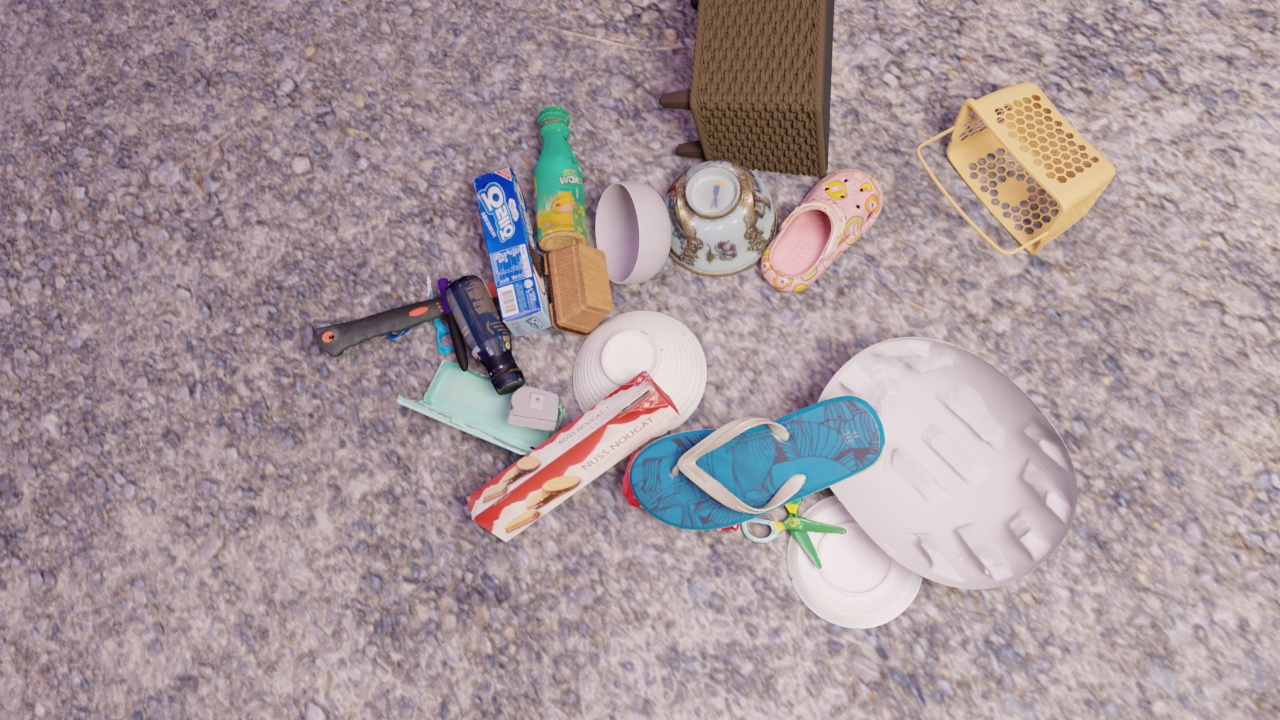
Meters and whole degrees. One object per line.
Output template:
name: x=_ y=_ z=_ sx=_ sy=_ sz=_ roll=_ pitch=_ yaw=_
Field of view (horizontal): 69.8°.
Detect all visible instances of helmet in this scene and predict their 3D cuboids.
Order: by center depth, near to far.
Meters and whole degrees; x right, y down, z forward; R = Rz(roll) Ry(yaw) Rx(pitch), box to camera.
helmet: x=0.333 y=0.108 z=0.996 sx=0.282 sy=0.183 sz=0.224 roll=46 pitch=113 yaw=38

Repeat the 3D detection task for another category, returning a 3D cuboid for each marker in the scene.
marker: x=-0.245 y=-0.048 z=1.213 sx=0.018 sy=0.015 sz=0.134 roll=-9 pitch=74 yaw=-26

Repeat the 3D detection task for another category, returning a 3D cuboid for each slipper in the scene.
slipper: x=0.120 y=0.117 z=1.003 sx=0.295 sy=0.060 sz=0.118 roll=-19 pitch=89 yaw=20
slipper: x=0.229 y=-0.178 z=1.179 sx=0.093 sy=0.081 sz=0.197 roll=41 pitch=85 yaw=21

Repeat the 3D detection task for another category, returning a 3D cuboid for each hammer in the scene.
hammer: x=-0.278 y=-0.072 z=1.248 sx=0.333 sy=0.033 sz=0.133 roll=-18 pitch=70 yaw=-1

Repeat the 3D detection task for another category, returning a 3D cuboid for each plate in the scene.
plate: x=0.250 y=0.231 z=1.070 sx=0.157 sy=0.014 sz=0.156 roll=-3 pitch=71 yaw=10

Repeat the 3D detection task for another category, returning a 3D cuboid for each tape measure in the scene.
tape measure: x=-0.133 y=0.059 z=1.150 sx=0.060 sy=0.020 sz=0.062 roll=9 pitch=37 yaw=-6

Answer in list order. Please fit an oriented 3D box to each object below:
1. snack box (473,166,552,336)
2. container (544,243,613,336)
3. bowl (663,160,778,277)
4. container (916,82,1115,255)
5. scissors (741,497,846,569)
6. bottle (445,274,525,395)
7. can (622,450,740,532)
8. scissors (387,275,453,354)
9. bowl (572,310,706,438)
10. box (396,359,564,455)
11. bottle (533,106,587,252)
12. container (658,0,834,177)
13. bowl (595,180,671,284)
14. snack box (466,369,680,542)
snack box: x=-0.170 y=-0.145 z=1.217 sx=0.059 sy=0.059 sz=0.226 roll=-17 pitch=68 yaw=4
container: x=-0.079 y=-0.098 z=1.203 sx=0.061 sy=0.063 sz=0.113 roll=-25 pitch=64 yaw=37
bowl: x=0.099 y=-0.200 z=1.202 sx=0.160 sy=0.094 sz=0.159 roll=-3 pitch=71 yaw=9
container: x=0.452 y=-0.227 z=1.129 sx=0.167 sy=0.129 sz=0.183 roll=-29 pitch=69 yaw=-8
scissors: x=0.175 y=0.197 z=1.085 sx=0.121 sy=0.012 sz=0.127 roll=-30 pitch=56 yaw=7
bottle: x=-0.198 y=-0.033 z=1.183 sx=0.056 sy=0.056 sz=0.160 roll=-28 pitch=76 yaw=0
can: x=0.055 y=0.154 z=1.099 sx=0.142 sy=0.074 sz=0.074 roll=14 pitch=74 yaw=15
scissors: x=-0.296 y=-0.062 z=1.268 sx=0.129 sy=0.014 sz=0.127 roll=-12 pitch=68 yaw=3
bowl: x=-0.007 y=0.007 z=1.163 sx=0.177 sy=0.071 sz=0.177 roll=-3 pitch=71 yaw=9
box: x=-0.203 y=0.059 z=1.175 sx=0.187 sy=0.109 sz=0.078 roll=20 pitch=94 yaw=18
bottle: x=-0.114 y=-0.254 z=1.272 sx=0.068 sy=0.068 sz=0.209 roll=-8 pitch=70 yaw=7
container: x=0.149 y=-0.425 z=1.230 sx=0.205 sy=0.176 sz=0.320 roll=1 pitch=72 yaw=14
bowl: x=-0.002 y=-0.167 z=1.199 sx=0.064 sy=0.132 sz=0.131 roll=-6 pitch=67 yaw=-27
snack box: x=-0.081 y=0.119 z=1.108 sx=0.273 sy=0.076 sz=0.044 roll=-35 pitch=46 yaw=7
